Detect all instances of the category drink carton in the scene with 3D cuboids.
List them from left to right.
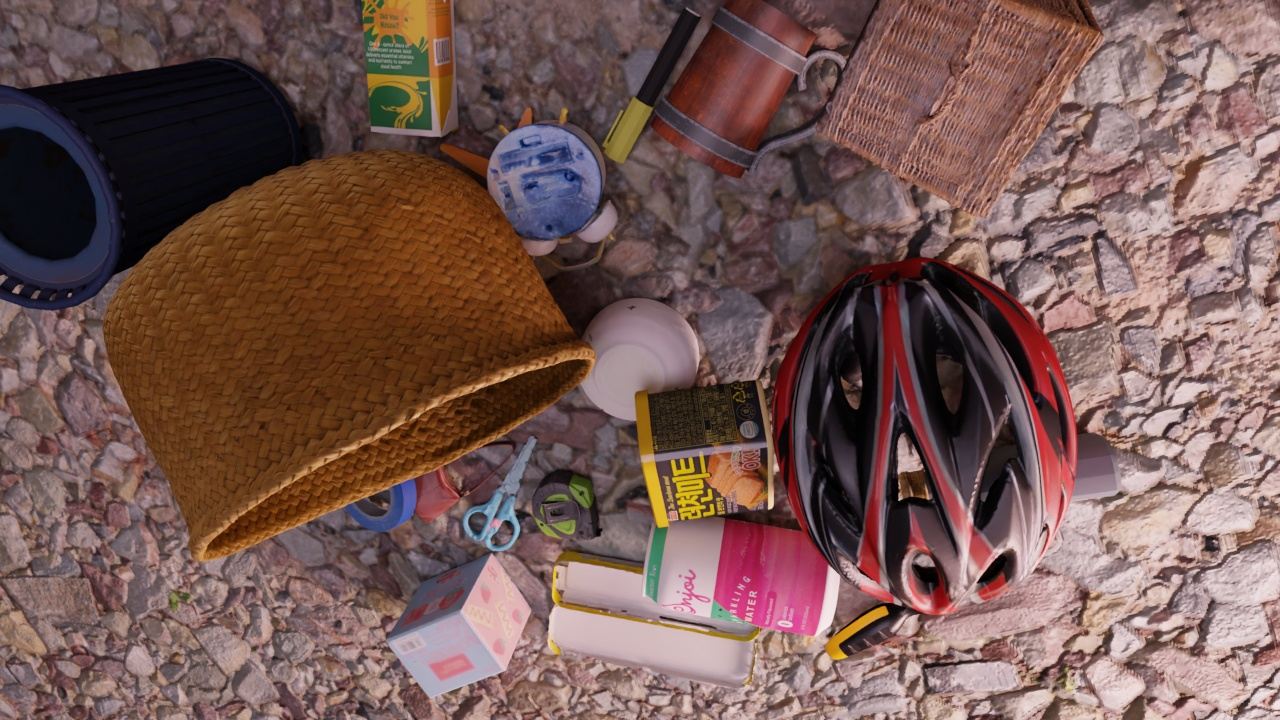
[{"bbox_3d":[-0.177,-0.239,0.708,0.058,0.041,0.123,6,115,8],"label":"drink carton"}]

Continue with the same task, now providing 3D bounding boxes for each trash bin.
[{"bbox_3d":[-0.361,-0.144,0.668,0.139,0.249,0.139,4,114,9],"label":"trash bin"}]

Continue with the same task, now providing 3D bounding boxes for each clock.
[{"bbox_3d":[-0.067,-0.128,0.717,0.089,0.051,0.125,-11,112,12],"label":"clock"}]

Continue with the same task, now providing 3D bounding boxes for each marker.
[{"bbox_3d":[0.007,-0.209,0.699,0.021,0.017,0.124,30,114,-4],"label":"marker"}]

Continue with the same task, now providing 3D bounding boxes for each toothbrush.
[{"bbox_3d":[0.251,0.220,0.836,0.197,0.030,0.031,-38,123,18],"label":"toothbrush"}]

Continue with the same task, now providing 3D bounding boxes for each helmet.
[{"bbox_3d":[0.204,0.061,0.678,0.218,0.166,0.272,-8,94,22],"label":"helmet"}]

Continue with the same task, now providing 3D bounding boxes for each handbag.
[{"bbox_3d":[-0.168,0.105,0.867,0.120,0.029,0.055,-29,100,15],"label":"handbag"}]

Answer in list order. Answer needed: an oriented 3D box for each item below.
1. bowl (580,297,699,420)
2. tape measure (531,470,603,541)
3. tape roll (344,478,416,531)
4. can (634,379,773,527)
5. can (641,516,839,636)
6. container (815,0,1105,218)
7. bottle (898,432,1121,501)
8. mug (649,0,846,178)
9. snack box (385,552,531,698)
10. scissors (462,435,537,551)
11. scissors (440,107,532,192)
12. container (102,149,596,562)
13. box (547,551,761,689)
[{"bbox_3d":[-0.005,0.005,0.775,0.105,0.054,0.105,4,115,9],"label":"bowl"},{"bbox_3d":[-0.072,0.137,0.854,0.059,0.035,0.066,-7,112,14],"label":"tape measure"},{"bbox_3d":[-0.253,0.117,0.870,0.093,0.016,0.092,46,123,13],"label":"tape roll"},{"bbox_3d":[0.055,0.077,0.755,0.101,0.072,0.131,-8,145,3],"label":"can"},{"bbox_3d":[0.089,0.188,0.817,0.166,0.088,0.088,9,114,7],"label":"can"},{"bbox_3d":[0.195,-0.193,0.573,0.113,0.197,0.114,26,127,3],"label":"container"},{"bbox_3d":[0.295,0.096,0.748,0.161,0.072,0.046,-11,94,15],"label":"bottle"},{"bbox_3d":[0.084,-0.193,0.666,0.117,0.081,0.111,23,113,-20],"label":"mug"},{"bbox_3d":[-0.174,0.257,0.893,0.093,0.094,0.079,-26,107,19],"label":"snack box"},{"bbox_3d":[-0.127,0.125,0.876,0.056,0.015,0.137,26,109,-3],"label":"scissors"},{"bbox_3d":[-0.106,-0.146,0.751,0.128,0.011,0.125,22,115,-2],"label":"scissors"},{"bbox_3d":[-0.209,-0.010,0.661,0.308,0.306,0.196,-30,85,20],"label":"container"},{"bbox_3d":[0.013,0.256,0.900,0.209,0.023,0.127,8,118,6],"label":"box"}]
